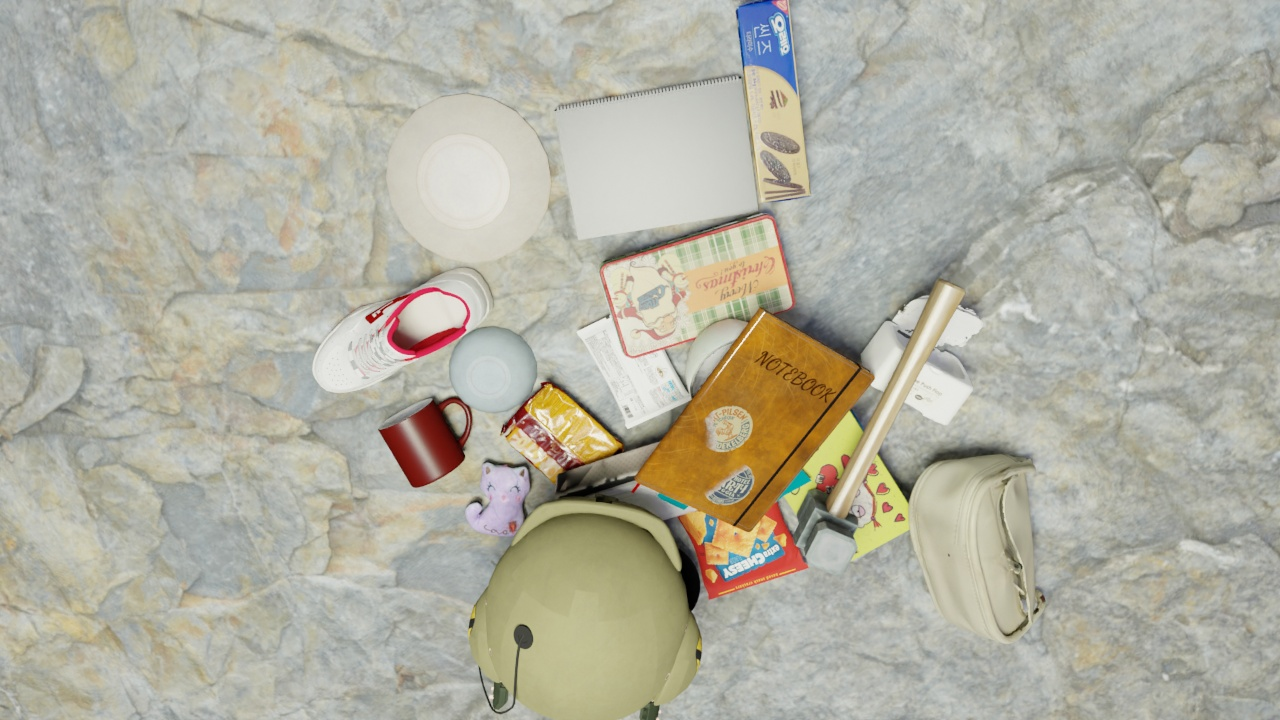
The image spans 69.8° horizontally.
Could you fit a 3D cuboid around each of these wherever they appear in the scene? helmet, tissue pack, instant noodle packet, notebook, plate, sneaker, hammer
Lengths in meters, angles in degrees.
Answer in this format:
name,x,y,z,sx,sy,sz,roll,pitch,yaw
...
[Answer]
name,x,y,z,sx,sy,sz,roll,pitch,yaw
helmet,-0.054,0.260,0.988,0.250,0.255,0.233,8,111,0
tissue pack,-0.001,0.147,1.085,0.181,0.071,0.104,-20,130,9
instant noodle packet,-0.094,0.097,1.109,0.135,0.039,0.099,42,105,-8
instant noodle packet,-0.007,0.006,1.084,0.087,0.026,0.134,-25,103,10
notebook,0.125,0.082,1.000,0.178,0.014,0.250,27,109,-24
notebook,0.019,-0.225,1.023,0.207,0.016,0.149,-8,106,6
plate,-0.197,-0.202,1.035,0.189,0.027,0.189,1,106,3
sneaker,-0.285,-0.024,1.051,0.237,0.104,0.090,-24,103,10
hammer,0.251,0.067,0.961,0.051,0.117,0.323,23,104,-1

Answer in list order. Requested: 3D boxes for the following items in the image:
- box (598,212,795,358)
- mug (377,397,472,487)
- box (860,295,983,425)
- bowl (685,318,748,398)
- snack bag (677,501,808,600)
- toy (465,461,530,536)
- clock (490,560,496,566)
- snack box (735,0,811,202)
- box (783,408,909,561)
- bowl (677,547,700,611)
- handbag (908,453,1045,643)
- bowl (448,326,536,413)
name,x,y,z,sx,sy,sz,roll,pitch,yaw
box,0.062,-0.085,1.029,0.205,0.050,0.118,-16,105,-2
mug,-0.249,0.091,1.106,0.105,0.073,0.082,-32,104,-19
box,0.326,-0.018,1.017,0.110,0.102,0.130,30,115,-6
bowl,0.102,0.006,1.008,0.116,0.065,0.116,-7,126,-10
snack bag,0.121,0.213,1.129,0.131,0.039,0.144,-20,104,9
toy,-0.177,0.173,1.137,0.080,0.036,0.100,6,108,2
clock,-0.119,0.298,1.162,0.152,0.052,0.114,13,106,3
snack box,0.140,-0.276,0.980,0.057,0.056,0.207,-8,105,6
box,0.216,0.119,1.076,0.124,0.082,0.221,-29,103,11
bowl,0.012,0.268,1.144,0.124,0.052,0.124,1,106,3
handbag,0.418,0.221,1.048,0.183,0.132,0.229,-19,110,-33
bowl,-0.177,0.016,1.086,0.106,0.039,0.106,0,103,0
